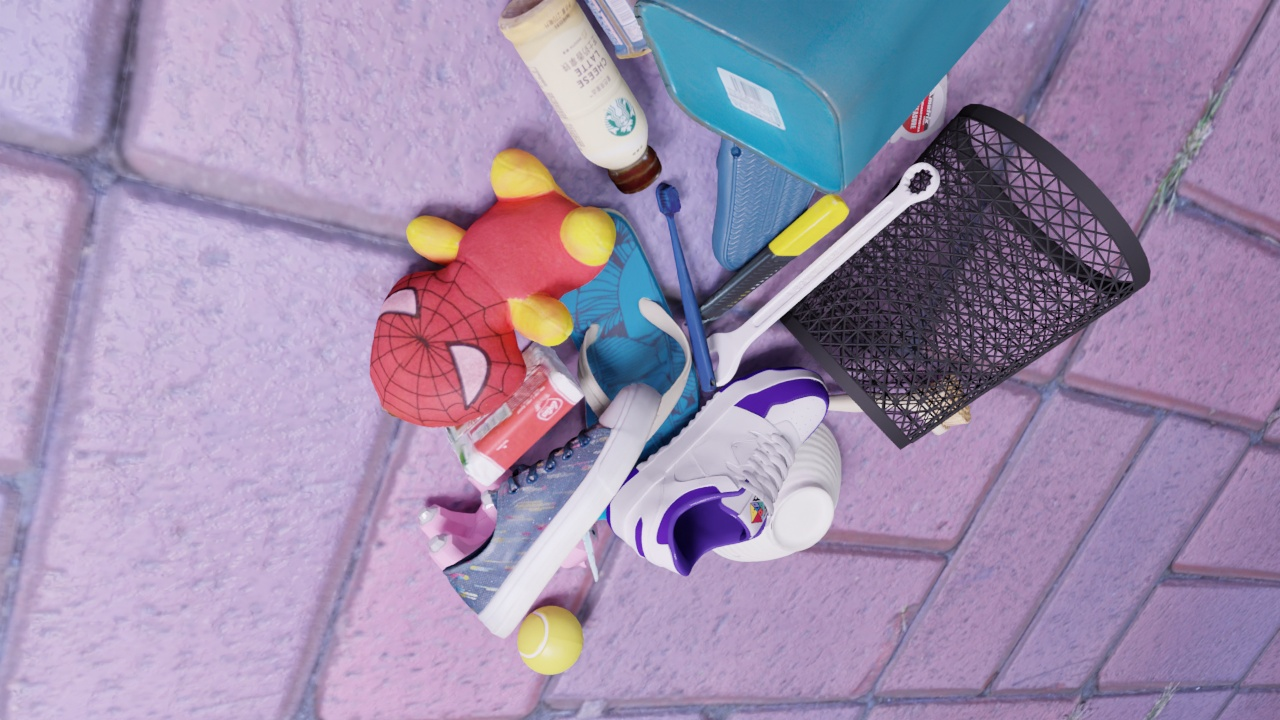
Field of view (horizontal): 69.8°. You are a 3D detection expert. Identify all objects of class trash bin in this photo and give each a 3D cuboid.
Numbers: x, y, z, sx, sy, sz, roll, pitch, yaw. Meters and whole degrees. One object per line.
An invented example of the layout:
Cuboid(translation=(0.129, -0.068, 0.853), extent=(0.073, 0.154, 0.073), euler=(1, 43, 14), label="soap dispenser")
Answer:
Cuboid(translation=(0.270, -0.061, 0.820), extent=(0.243, 0.217, 0.217), euler=(-43, 127, 9), label="trash bin")
Cuboid(translation=(0.128, -0.251, 0.592), extent=(0.218, 0.199, 0.196), euler=(-54, 160, -3), label="trash bin")

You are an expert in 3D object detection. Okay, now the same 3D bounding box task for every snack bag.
Cuboid(translation=(-0.105, 0.042, 0.761), extent=(0.116, 0.077, 0.036), euler=(-44, 125, 1), label="snack bag")

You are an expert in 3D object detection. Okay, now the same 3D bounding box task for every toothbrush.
Cuboid(translation=(0.042, -0.060, 0.791), extent=(0.016, 0.017, 0.190), euler=(-23, 113, -22), label="toothbrush")

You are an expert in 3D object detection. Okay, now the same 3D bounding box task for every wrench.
Cuboid(translation=(0.145, -0.069, 0.791), extent=(0.009, 0.047, 0.274), euler=(16, 131, -44), label="wrench")

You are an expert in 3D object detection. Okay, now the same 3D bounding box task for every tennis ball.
Cuboid(translation=(-0.089, 0.276, 0.908), extent=(0.065, 0.065, 0.065), euler=(-12, 121, -21), label="tennis ball")

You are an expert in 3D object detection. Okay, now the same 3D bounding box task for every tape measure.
Cuboid(translation=(0.243, -0.228, 0.819), extent=(0.062, 0.020, 0.060), euler=(-12, 121, -21), label="tape measure")

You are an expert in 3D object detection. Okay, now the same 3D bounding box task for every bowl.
Cuboid(translation=(0.148, 0.146, 0.938), extent=(0.177, 0.071, 0.177), euler=(-9, 114, -20), label="bowl")

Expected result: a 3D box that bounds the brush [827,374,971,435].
Cuboid(translation=(0.230, 0.044, 0.947), extent=(0.271, 0.062, 0.078), euler=(2, 143, -23), label="brush")

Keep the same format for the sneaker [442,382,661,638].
Cuboid(translation=(-0.072, 0.107, 0.738), extent=(0.079, 0.087, 0.235), euler=(35, 89, -2), label="sneaker")

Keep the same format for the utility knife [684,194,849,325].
Cuboid(translation=(0.106, -0.081, 0.795), extent=(0.174, 0.020, 0.028), euler=(-40, 142, 20), label="utility knife")

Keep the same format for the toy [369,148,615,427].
Cuboid(translation=(-0.116, -0.043, 0.684), extent=(0.216, 0.147, 0.098), euler=(-50, 155, 4), label="toy")

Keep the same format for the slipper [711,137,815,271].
Cuboid(translation=(0.103, -0.166, 0.762), extent=(0.103, 0.059, 0.214), euler=(-7, 134, -21), label="slipper")

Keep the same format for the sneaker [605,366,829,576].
Cuboid(translation=(0.091, 0.101, 0.825), extent=(0.244, 0.111, 0.092), euler=(-37, 129, -10), label="sneaker")

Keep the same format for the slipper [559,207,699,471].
Cuboid(translation=(-0.005, 0.005, 0.803), extent=(0.118, 0.060, 0.295), euler=(-28, 126, -14), label="slipper")

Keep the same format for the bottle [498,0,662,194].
Cuboid(translation=(-0.037, -0.195, 0.675), extent=(0.056, 0.056, 0.162), euler=(-39, 127, -3), label="bottle")

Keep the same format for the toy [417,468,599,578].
Cuboid(translation=(-0.114, 0.158, 0.830), extent=(0.123, 0.067, 0.157), euler=(-44, 131, 3), label="toy")

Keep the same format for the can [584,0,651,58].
Cuboid(translation=(0.006, -0.268, 0.645), extent=(0.099, 0.054, 0.059), euler=(-54, 128, -17), label="can")

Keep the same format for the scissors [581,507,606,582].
Cuboid(translation=(-0.054, 0.140, 0.825), extent=(0.127, 0.014, 0.133), euler=(-42, 123, -40), label="scissors")
